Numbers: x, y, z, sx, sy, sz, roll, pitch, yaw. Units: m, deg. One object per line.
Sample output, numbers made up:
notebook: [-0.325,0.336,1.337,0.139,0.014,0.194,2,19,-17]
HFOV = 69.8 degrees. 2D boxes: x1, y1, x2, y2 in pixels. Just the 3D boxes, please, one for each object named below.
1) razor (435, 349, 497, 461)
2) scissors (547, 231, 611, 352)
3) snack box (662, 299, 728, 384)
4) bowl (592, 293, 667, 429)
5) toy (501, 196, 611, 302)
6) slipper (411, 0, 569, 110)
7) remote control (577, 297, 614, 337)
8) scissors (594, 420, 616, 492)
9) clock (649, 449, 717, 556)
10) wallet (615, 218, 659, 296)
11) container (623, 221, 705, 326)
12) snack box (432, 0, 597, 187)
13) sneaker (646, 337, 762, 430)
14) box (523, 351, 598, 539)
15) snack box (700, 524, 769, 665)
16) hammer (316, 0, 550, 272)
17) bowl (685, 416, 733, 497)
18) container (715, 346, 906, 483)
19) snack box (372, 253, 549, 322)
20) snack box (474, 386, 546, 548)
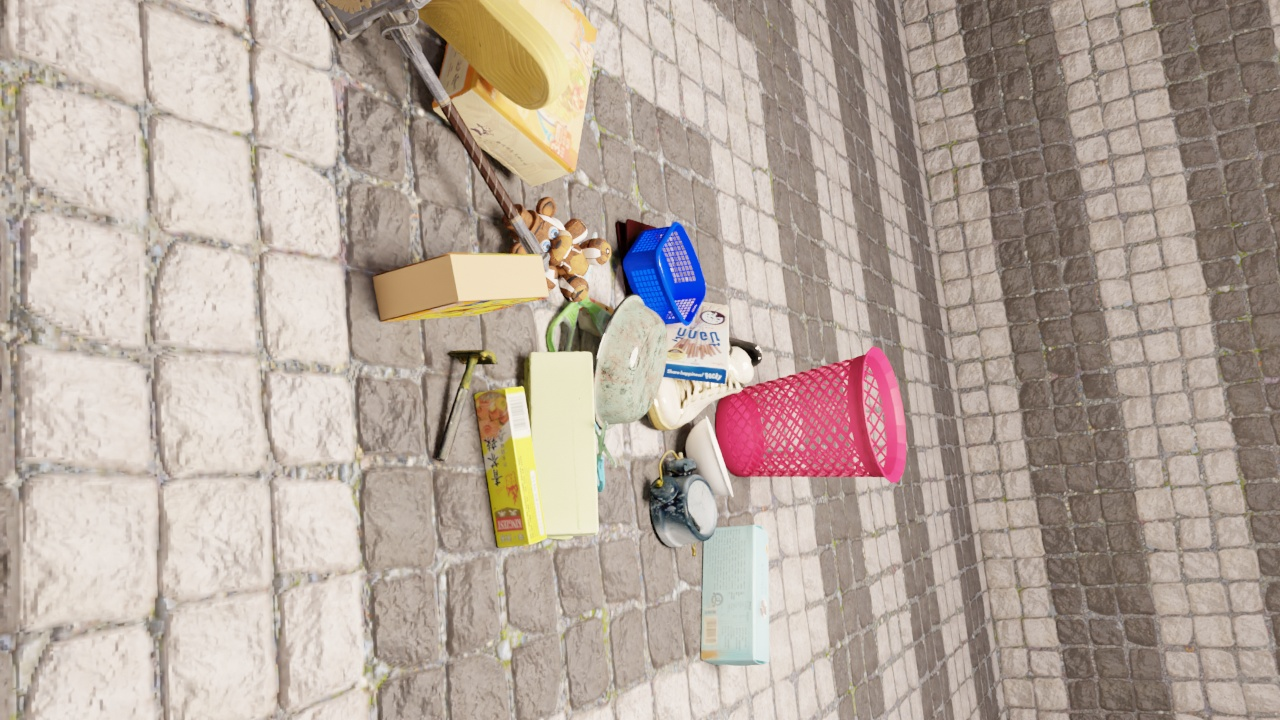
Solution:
razor: [-0.164,0.040,0.825,0.026,0.043,0.105,40,57,-51]
scissors: [-0.064,-0.068,1.026,0.168,0.023,0.171,31,61,-32]
snack box: [0.070,-0.027,1.158,0.149,0.082,0.026,-82,179,-54]
bowl: [-0.006,0.006,1.031,0.157,0.038,0.157,14,89,-72]
toy: [-0.093,-0.119,0.955,0.112,0.067,0.087,39,77,-45]
slipper: [-0.155,-0.335,0.797,0.263,0.100,0.078,45,61,-9]
remote control: [-0.033,-0.041,1.085,0.125,0.018,0.038,23,61,-53]
scissors: [-0.047,0.079,0.967,0.015,0.136,0.125,-9,62,-19]
clock: [0.049,0.171,1.127,0.090,0.052,0.129,-45,115,-55]
wallet: [0.002,-0.117,1.171,0.091,0.018,0.115,3,80,-60]
container: [0.029,-0.105,1.142,0.114,0.058,0.095,65,36,-32]
snack box: [-0.127,-0.297,0.937,0.145,0.081,0.195,34,54,-45]
sneaker: [0.089,0.025,1.186,0.240,0.102,0.089,-31,107,-58]
box: [-0.085,0.085,0.924,0.077,0.089,0.187,6,74,-27]
snack box: [0.123,0.302,1.187,0.053,0.075,0.174,31,55,-52]
hammer: [-0.163,-0.210,0.830,0.322,0.099,0.044,60,40,-30]
bowl: [0.084,0.130,1.193,0.110,0.040,0.110,-18,89,-84]
container: [0.234,0.090,1.291,0.183,0.226,0.183,26,59,-54]
snack box: [-0.156,-0.065,0.810,0.125,0.088,0.040,-11,90,-60]
snack box: [-0.122,0.100,0.864,0.028,0.040,0.148,-5,85,-59]
